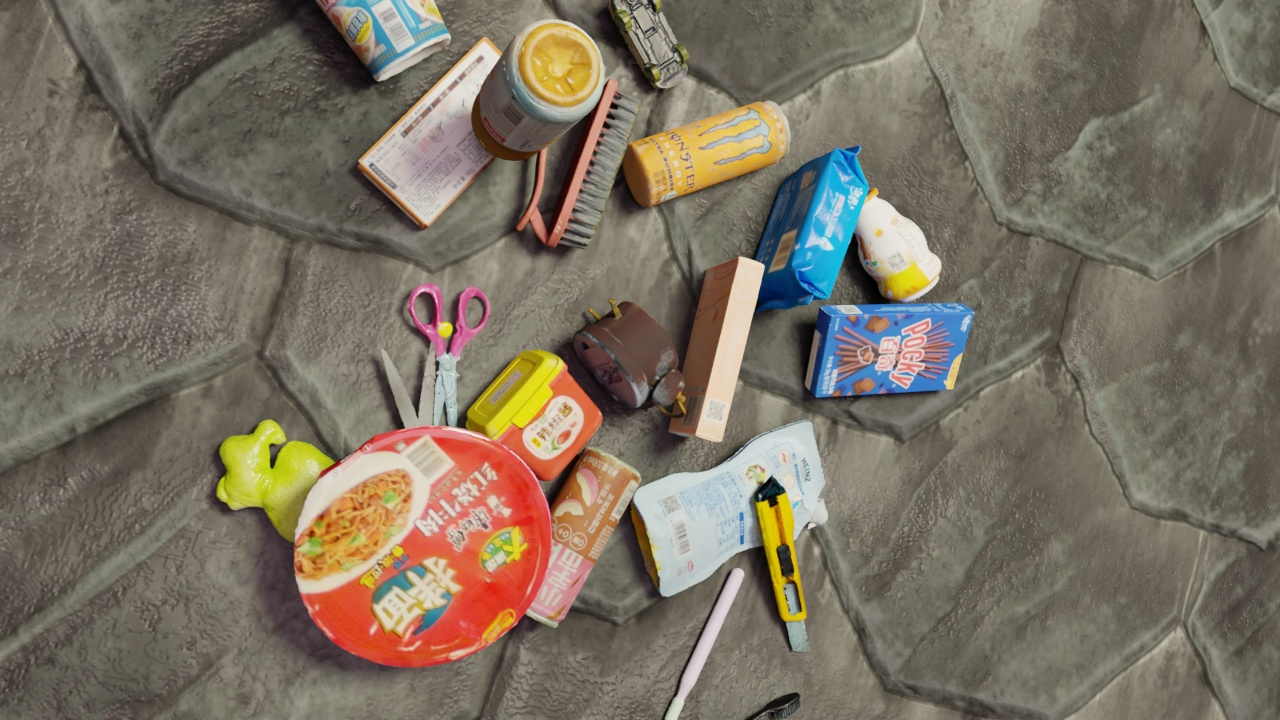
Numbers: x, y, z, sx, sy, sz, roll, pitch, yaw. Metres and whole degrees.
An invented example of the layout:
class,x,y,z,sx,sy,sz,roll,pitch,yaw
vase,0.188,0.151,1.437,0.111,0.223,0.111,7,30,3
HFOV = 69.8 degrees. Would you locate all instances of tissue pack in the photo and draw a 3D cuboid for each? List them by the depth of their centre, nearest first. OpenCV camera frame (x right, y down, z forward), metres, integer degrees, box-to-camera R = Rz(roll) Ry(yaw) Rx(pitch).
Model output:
class,x,y,z,sx,sy,sz,roll,pitch,yaw
tissue pack,0.154,-0.117,0.831,0.052,0.095,0.157,23,81,-18

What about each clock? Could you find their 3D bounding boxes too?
class,x,y,z,sx,sy,sz,roll,pitch,yaw
clock,-0.005,0.005,0.785,0.055,0.082,0.122,-41,99,-21

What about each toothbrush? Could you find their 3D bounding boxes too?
class,x,y,z,sx,sy,sz,roll,pitch,yaw
toothbrush,0.054,0.278,0.835,0.021,0.029,0.189,21,80,21
toothbrush,0.068,0.355,0.843,0.189,0.014,0.018,-23,109,-16

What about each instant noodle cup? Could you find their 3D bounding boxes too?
class,x,y,z,sx,sy,sz,roll,pitch,yaw
instant noodle cup,-0.206,-0.285,0.717,0.099,0.099,0.110,-35,107,-16
instant noodle cup,-0.169,0.137,0.720,0.193,0.066,0.194,-4,102,-19

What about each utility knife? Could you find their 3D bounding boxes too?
class,x,y,z,sx,sy,sz,roll,pitch,yaw
utility knife,0.135,0.194,0.844,0.033,0.015,0.193,-20,111,-16

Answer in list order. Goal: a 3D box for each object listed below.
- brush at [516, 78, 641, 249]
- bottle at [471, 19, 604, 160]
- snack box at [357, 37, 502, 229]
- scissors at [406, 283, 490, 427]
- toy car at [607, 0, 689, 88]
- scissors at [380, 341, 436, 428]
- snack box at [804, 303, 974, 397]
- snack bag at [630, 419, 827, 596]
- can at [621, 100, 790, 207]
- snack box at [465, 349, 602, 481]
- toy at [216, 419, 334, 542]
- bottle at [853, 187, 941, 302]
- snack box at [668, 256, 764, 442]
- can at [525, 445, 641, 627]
class,x,y,z,sx,sy,sz,roll,pitch,yaw
brush,-0.056,-0.165,0.779,0.069,0.063,0.145,20,85,-14
bottle,-0.084,-0.188,0.673,0.068,0.190,0.068,0,89,-21
snack box,-0.155,-0.189,0.764,0.075,0.026,0.153,44,78,-14
scissors,-0.153,0.002,0.772,0.077,0.017,0.137,-9,97,-26
toy car,0.007,-0.285,0.814,0.042,0.035,0.090,-37,106,-14
scissors,-0.178,0.079,0.759,0.170,0.014,0.159,38,80,-16
snack box,0.238,-0.011,0.876,0.157,0.026,0.085,-3,116,-18
snack bag,0.088,0.133,0.837,0.190,0.039,0.110,-21,97,-19
can,0.058,-0.185,0.818,0.145,0.058,0.058,-22,96,-17
snack box,-0.086,0.047,0.763,0.091,0.082,0.080,-49,117,-12
toy,-0.278,0.095,0.720,0.100,0.031,0.096,3,87,-18
bottle,0.237,-0.110,0.874,0.063,0.063,0.108,-39,101,-15
snack box,0.065,-0.008,0.806,0.026,0.084,0.157,16,85,-14
can,-0.058,0.148,0.778,0.058,0.058,0.147,33,80,-15
